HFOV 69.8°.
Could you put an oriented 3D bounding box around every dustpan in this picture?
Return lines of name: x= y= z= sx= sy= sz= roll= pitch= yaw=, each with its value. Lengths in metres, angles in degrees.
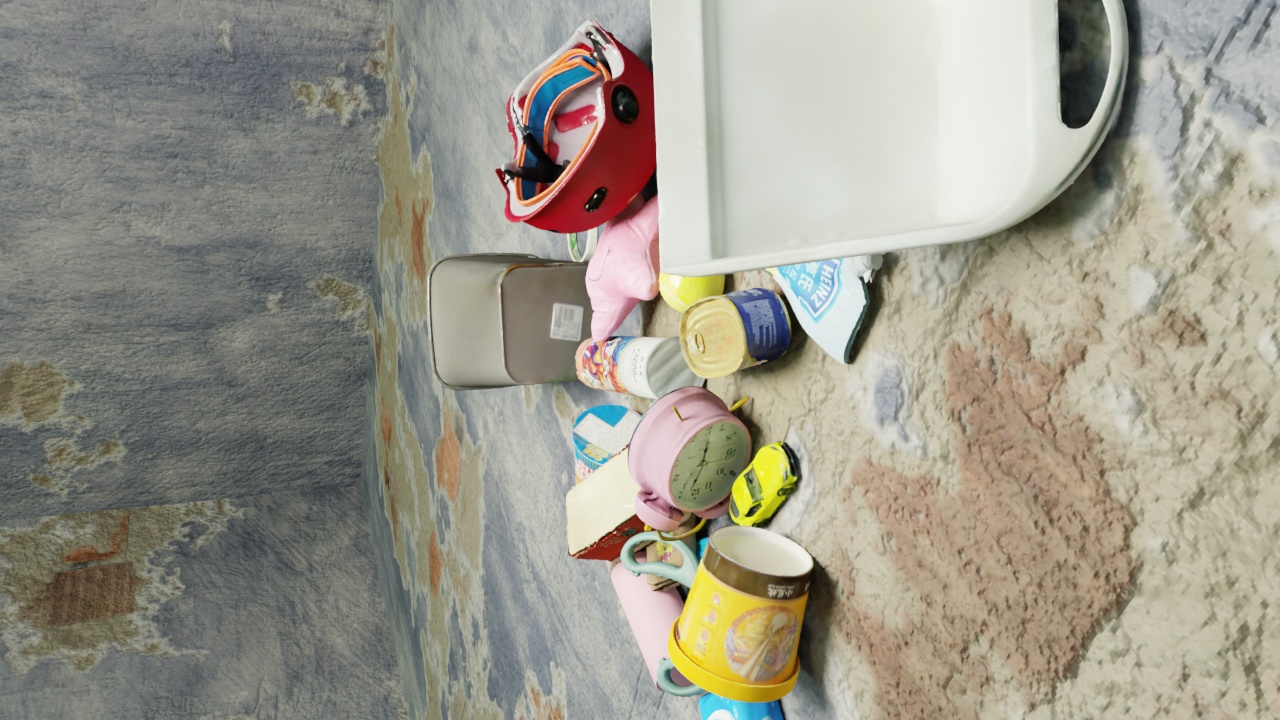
dustpan: x=0.139 y=-0.172 z=0.567 sx=0.142 sy=0.258 sz=0.222 roll=-134 pitch=41 yaw=-89

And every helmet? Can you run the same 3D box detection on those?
helmet: x=-0.052 y=-0.232 z=1.006 sx=0.208 sy=0.143 sz=0.239 roll=-26 pitch=52 yaw=45

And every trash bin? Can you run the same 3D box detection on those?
trash bin: x=-0.161 y=-0.053 z=1.255 sx=0.220 sy=0.198 sz=0.199 roll=5 pitch=99 yaw=58

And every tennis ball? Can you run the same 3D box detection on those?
tennis ball: x=0.051 y=-0.079 z=0.916 sx=0.066 sy=0.065 sz=0.065 roll=177 pitch=90 yaw=-66

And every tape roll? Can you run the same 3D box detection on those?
tape roll: x=-0.080 y=-0.175 z=1.255 sx=0.086 sy=0.013 sz=0.086 roll=177 pitch=90 yaw=-66

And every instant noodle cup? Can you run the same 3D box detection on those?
instant noodle cup: x=-0.039 y=0.126 z=1.116 sx=0.110 sy=0.099 sz=0.099 roll=100 pitch=154 yaw=-43
instant noodle cup: x=0.093 y=0.216 z=0.808 sx=0.118 sy=0.118 sz=0.114 roll=37 pitch=118 yaw=60

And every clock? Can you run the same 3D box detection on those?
clock: x=0.048 y=0.106 z=0.890 sx=0.060 sy=0.117 sz=0.159 roll=37 pitch=125 yaw=46

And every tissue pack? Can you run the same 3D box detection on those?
tissue pack: x=0.103 y=0.376 z=0.868 sx=0.095 sy=0.052 sz=0.157 roll=123 pitch=137 yaw=-53

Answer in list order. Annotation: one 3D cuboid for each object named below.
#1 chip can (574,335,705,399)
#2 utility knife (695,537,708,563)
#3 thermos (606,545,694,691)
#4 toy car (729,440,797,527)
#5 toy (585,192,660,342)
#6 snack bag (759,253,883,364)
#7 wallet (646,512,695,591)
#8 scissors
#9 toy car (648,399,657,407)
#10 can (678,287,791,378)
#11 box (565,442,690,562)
chip can: x=-0.006 y=0.006 z=1.047 sx=0.215 sy=0.071 sz=0.071 roll=-174 pitch=82 yaw=-66
utility knife: x=0.082 y=0.193 z=0.937 sx=0.179 sy=0.018 sz=0.034 roll=143 pitch=122 yaw=-61
thermos: x=0.011 y=0.280 z=1.048 sx=0.198 sy=0.067 sz=0.087 roll=-121 pitch=24 yaw=-45
toy car: x=0.110 y=0.117 z=0.851 sx=0.105 sy=0.032 sz=0.048 roll=118 pitch=142 yaw=-45
toy: x=-0.018 y=-0.119 z=1.052 sx=0.195 sy=0.074 sz=0.178 roll=143 pitch=137 yaw=-59
snack bag: x=0.135 y=-0.094 z=0.768 sx=0.191 sy=0.038 sz=0.111 roll=60 pitch=141 yaw=42
wallet: x=0.032 y=0.186 z=0.999 sx=0.090 sy=0.033 sz=0.115 roll=138 pitch=137 yaw=-54
scissors: x=0.043 y=0.261 z=0.927 sx=0.170 sy=0.019 sz=0.179 roll=17 pitch=100 yaw=30
toy car: x=0.030 y=0.085 z=1.022 sx=0.043 sy=0.034 sz=0.090 roll=-3 pitch=91 yaw=62
can: x=0.084 y=-0.025 z=0.845 sx=0.148 sy=0.049 sz=0.074 roll=160 pitch=96 yaw=-72
box: x=-0.024 y=0.153 z=0.998 sx=0.169 sy=0.077 sz=0.091 roll=-42 pitch=44 yaw=46
